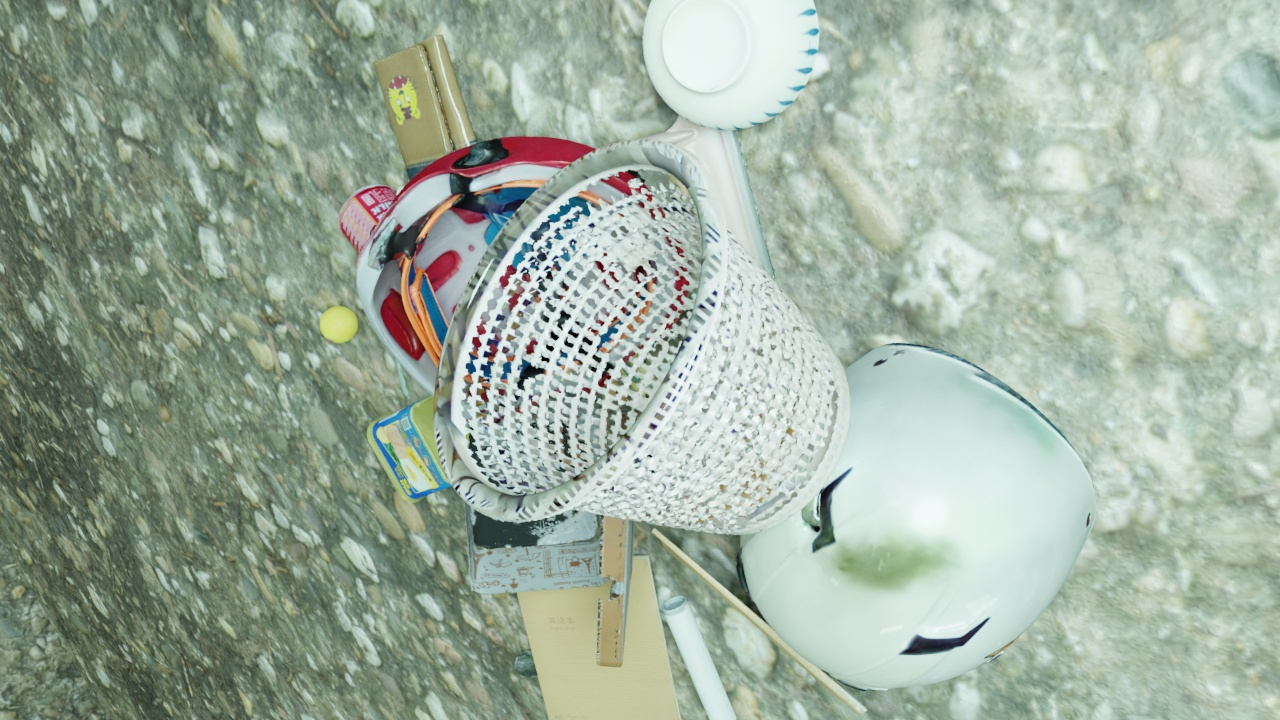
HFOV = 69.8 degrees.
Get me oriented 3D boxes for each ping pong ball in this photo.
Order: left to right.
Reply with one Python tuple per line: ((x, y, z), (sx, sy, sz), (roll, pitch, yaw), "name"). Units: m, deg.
((-0.329, -0.039, 1.001), (0.040, 0.040, 0.040), (17, 122, 30), "ping pong ball")

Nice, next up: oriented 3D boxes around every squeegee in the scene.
((-0.038, -0.157, 0.722), (0.250, 0.040, 0.248), (-5, 111, 39), "squeegee")

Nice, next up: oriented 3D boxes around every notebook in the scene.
((-0.045, 0.293, 0.944), (0.150, 0.012, 0.212), (-4, 110, 17), "notebook")
((0.095, 0.217, 0.771), (0.207, 0.008, 0.148), (39, 171, 15), "notebook")

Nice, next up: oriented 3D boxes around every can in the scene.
((-0.232, -0.113, 0.863), (0.094, 0.066, 0.067), (47, 133, 23), "can")
((-0.234, 0.095, 0.989), (0.083, 0.057, 0.102), (-22, 98, 39), "can")

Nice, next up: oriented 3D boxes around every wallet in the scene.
((-0.188, -0.218, 0.810), (0.090, 0.033, 0.115), (-4, 106, 39), "wallet")

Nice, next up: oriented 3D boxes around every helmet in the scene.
((-0.083, -0.080, 0.690), (0.240, 0.143, 0.207), (-21, 127, 15), "helmet")
((0.165, 0.132, 0.637), (0.230, 0.156, 0.275), (45, 132, 11), "helmet")

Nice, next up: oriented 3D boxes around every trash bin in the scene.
((0.017, 0.012, 0.562), (0.228, 0.227, 0.192), (-25, 141, 35), "trash bin")

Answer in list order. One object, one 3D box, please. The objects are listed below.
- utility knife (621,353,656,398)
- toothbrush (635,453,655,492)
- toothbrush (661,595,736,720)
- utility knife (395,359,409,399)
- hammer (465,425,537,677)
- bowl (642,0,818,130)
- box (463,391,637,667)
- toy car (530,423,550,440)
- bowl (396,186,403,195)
((-0.005, 0.005, 0.800), (0.206, 0.021, 0.031), (50, 138, -1), "utility knife")
((0.002, 0.105, 0.830), (0.027, 0.026, 0.213), (47, 139, 17), "toothbrush")
((0.073, 0.331, 0.897), (0.027, 0.026, 0.221), (-19, 101, 20), "toothbrush")
((-0.261, -0.059, 0.934), (0.034, 0.018, 0.204), (0, 105, 59), "utility knife")
((-0.123, 0.212, 0.982), (0.126, 0.031, 0.323), (-2, 111, 38), "hammer")
((0.052, -0.206, 0.595), (0.116, 0.066, 0.116), (9, 114, 20), "bowl")
((-0.074, 0.141, 0.780), (0.157, 0.193, 0.183), (-2, 113, -6), "box")
((-0.112, 0.082, 0.901), (0.070, 0.042, 0.158), (-6, 111, 39), "toy car")
((-0.153, -0.115, 0.804), (0.065, 0.118, 0.118), (-29, 94, 4), "bowl")
